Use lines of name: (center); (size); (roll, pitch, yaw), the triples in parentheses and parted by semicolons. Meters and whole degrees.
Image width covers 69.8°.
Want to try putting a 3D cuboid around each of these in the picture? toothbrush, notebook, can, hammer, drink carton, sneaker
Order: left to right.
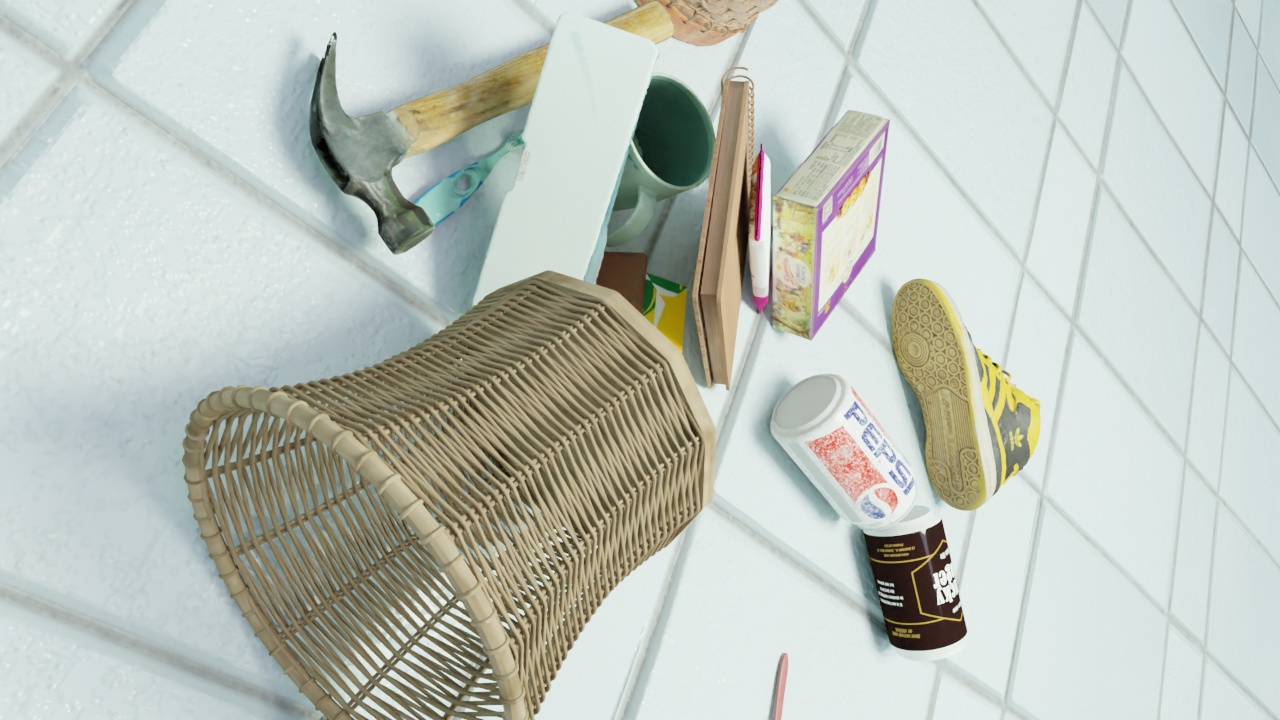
toothbrush: (-0.116, -0.125, 0.629); (0.134, 0.017, 0.022); (-49, 114, -34)
hammer: (-0.085, -0.198, 0.645); (0.329, 0.033, 0.132); (-39, 94, -39)
drink carton: (-0.004, 0.004, 0.674); (0.041, 0.058, 0.122); (16, 73, -37)
notebook: (0.066, -0.086, 0.682); (0.210, 0.022, 0.169); (68, 29, -71)
toothbrush: (0.105, 0.331, 0.744); (0.015, 0.016, 0.184); (32, 62, -39)
can: (0.179, 0.081, 0.803); (0.136, 0.078, 0.078); (49, 56, -23)
can: (0.254, 0.204, 0.850); (0.071, 0.072, 0.128); (-16, 94, -40)
sneaker: (0.338, 0.022, 0.937); (0.121, 0.086, 0.238); (-20, 100, -34)

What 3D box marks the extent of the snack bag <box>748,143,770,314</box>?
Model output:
snack bag: (0.094, -0.095, 0.723); (0.196, 0.016, 0.070); (57, 35, -75)

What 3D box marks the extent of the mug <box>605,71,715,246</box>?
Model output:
mug: (-0.013, -0.136, 0.659); (0.084, 0.104, 0.111); (20, 70, -36)

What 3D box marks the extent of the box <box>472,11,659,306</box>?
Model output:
box: (-0.047, -0.114, 0.589); (0.070, 0.085, 0.199); (-4, 114, -60)

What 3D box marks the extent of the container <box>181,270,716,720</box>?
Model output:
container: (-0.088, 0.075, 0.497); (0.195, 0.227, 0.227); (-37, 107, -44)

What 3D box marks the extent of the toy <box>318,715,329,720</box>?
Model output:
toy: (-0.172, 0.245, 0.488); (0.074, 0.085, 0.105); (32, 52, -55)

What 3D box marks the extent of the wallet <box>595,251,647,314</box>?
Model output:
wallet: (-0.042, -0.019, 0.642); (0.013, 0.087, 0.120); (60, 34, -75)

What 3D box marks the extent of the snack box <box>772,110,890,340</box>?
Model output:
snack box: (0.165, -0.117, 0.800); (0.143, 0.041, 0.148); (-49, 148, -34)

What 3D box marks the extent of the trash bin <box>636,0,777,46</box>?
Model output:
trash bin: (0.102, -0.357, 0.720); (0.151, 0.211, 0.151); (7, 80, -39)
